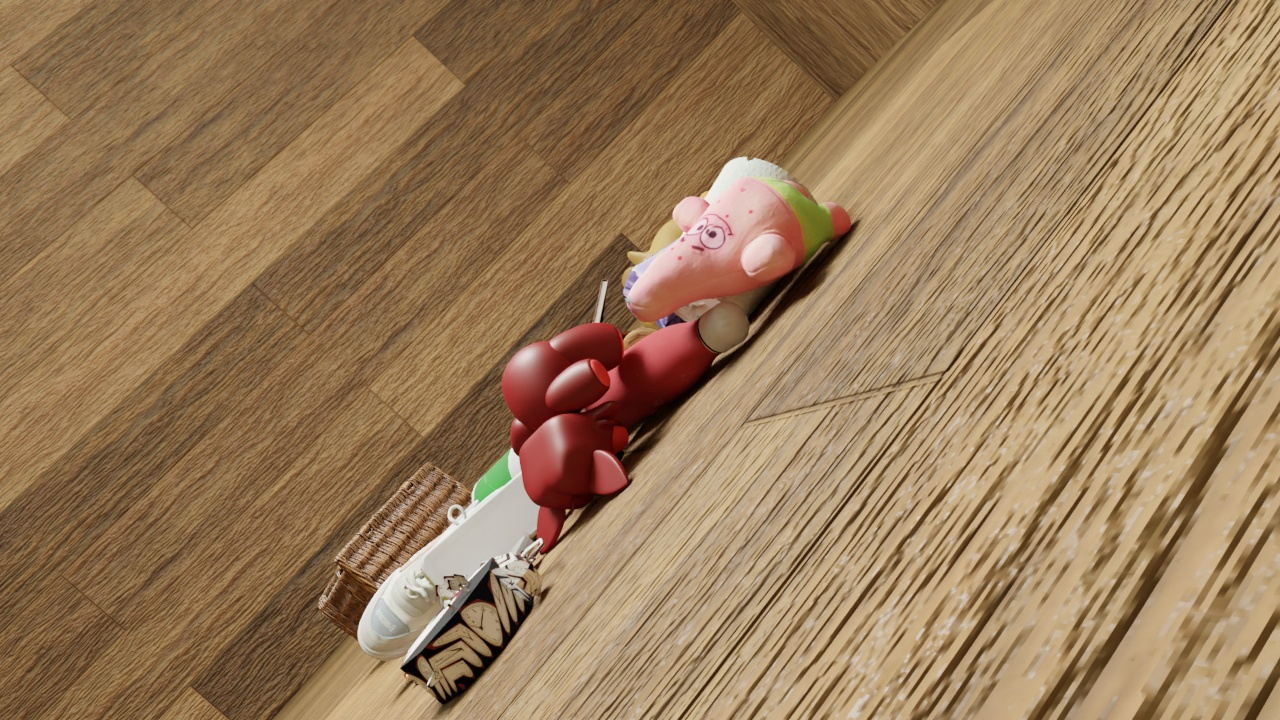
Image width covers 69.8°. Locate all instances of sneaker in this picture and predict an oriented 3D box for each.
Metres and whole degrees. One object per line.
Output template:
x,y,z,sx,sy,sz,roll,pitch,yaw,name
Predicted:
-0.215,0.223,1.005,0.241,0.089,0.091,-40,-25,-16,sneaker

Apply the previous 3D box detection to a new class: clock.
-0.138,0.204,0.771,0.154,0.065,0.115,-50,5,-25,clock

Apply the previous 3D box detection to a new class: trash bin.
0.104,-0.120,1.016,0.161,0.133,0.133,-54,6,-18,trash bin

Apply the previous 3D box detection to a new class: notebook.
-0.063,0.025,1.131,0.141,0.008,0.210,-82,1,-52,notebook

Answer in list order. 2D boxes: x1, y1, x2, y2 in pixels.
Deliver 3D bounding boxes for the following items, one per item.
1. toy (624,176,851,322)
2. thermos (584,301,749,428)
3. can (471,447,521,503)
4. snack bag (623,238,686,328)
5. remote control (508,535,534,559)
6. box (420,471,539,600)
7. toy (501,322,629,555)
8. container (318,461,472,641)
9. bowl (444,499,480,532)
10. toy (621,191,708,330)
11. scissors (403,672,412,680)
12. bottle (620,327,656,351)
0.085,-0.111,0.890,0.236,0.097,0.192,-31,34,-14,toy
0.026,0.005,0.948,0.241,0.073,0.073,-34,12,48,thermos
-0.154,0.161,1.183,0.140,0.088,0.087,-43,6,42,can
0.084,-0.118,1.170,0.205,0.096,0.058,-34,-37,-12,snack bag
-0.159,0.238,0.890,0.151,0.019,0.074,-51,3,15,remote control
-0.137,0.169,0.971,0.209,0.064,0.033,-40,-12,-23,box
-0.070,0.071,0.915,0.159,0.120,0.197,-42,50,36,toy
-0.363,0.316,1.411,0.184,0.162,0.249,-50,2,35,container
-0.224,0.251,1.134,0.144,0.074,0.144,-47,4,4,bowl
0.055,-0.116,1.284,0.199,0.162,0.202,95,-161,-48,toy
-0.206,0.293,0.981,0.133,0.012,0.097,-46,1,-7,scissors
-0.007,0.007,1.110,0.098,0.099,0.111,-49,-2,-29,bottle
